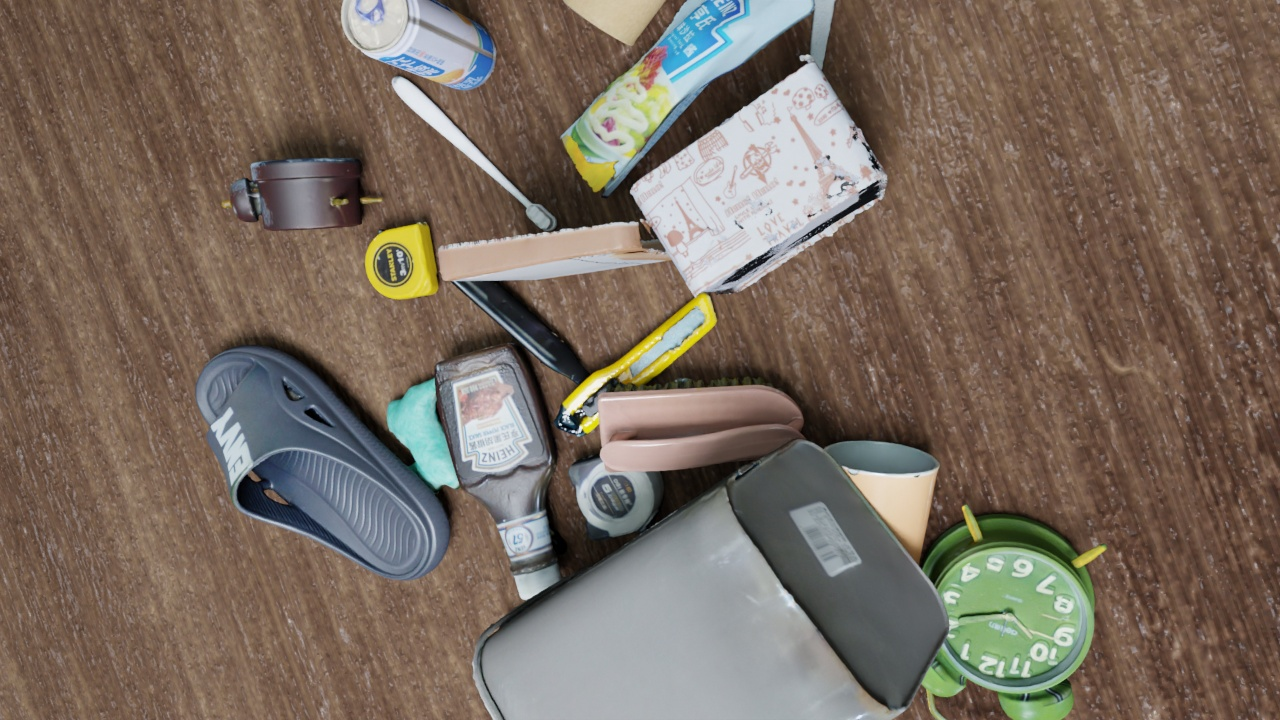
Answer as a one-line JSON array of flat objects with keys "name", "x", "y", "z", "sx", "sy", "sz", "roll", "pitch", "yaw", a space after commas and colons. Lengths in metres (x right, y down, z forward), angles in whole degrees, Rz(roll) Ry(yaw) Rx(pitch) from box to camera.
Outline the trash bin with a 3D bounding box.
[{"name": "trash bin", "x": 0.050, "y": 0.179, "z": 0.584, "sx": 0.220, "sy": 0.198, "sz": 0.198, "roll": -45, "pitch": 76, "yaw": 29}]

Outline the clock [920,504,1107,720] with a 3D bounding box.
[{"name": "clock", "x": 0.247, "y": 0.185, "z": 0.632, "sx": 0.116, "sy": 0.056, "sz": 0.161, "roll": 15, "pitch": 100, "yaw": 15}]

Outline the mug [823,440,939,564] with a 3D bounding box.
[{"name": "mug", "x": 0.162, "y": 0.125, "z": 0.642, "sx": 0.078, "sy": 0.078, "sz": 0.123, "roll": 6, "pitch": 102, "yaw": 15}]

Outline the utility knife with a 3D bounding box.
[{"name": "utility knife", "x": -0.004, "y": 0.004, "z": 0.690, "sx": 0.154, "sy": 0.015, "sz": 0.033, "roll": -40, "pitch": 92, "yaw": 5}]

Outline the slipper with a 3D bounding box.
[{"name": "slipper", "x": -0.275, "y": 0.085, "z": 0.742, "sx": 0.268, "sy": 0.083, "sz": 0.111, "roll": 37, "pitch": 113, "yaw": 12}]

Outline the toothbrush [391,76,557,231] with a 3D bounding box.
[{"name": "toothbrush", "x": -0.133, "y": -0.163, "z": 0.720, "sx": 0.180, "sy": 0.016, "sz": 0.016, "roll": 44, "pitch": 103, "yaw": 7}]

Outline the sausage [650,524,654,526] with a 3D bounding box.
[{"name": "sausage", "x": 0.078, "y": 0.159, "z": 0.696, "sx": 0.156, "sy": 0.020, "sz": 0.020, "roll": 23, "pitch": 101, "yaw": 12}]

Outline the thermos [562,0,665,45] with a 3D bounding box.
[{"name": "thermos", "x": 0.006, "y": -0.298, "z": 0.633, "sx": 0.093, "sy": 0.092, "sz": 0.143, "roll": 39, "pitch": 112, "yaw": 8}]

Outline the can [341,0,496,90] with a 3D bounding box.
[{"name": "can", "x": -0.155, "y": -0.232, "z": 0.657, "sx": 0.053, "sy": 0.134, "sz": 0.053, "roll": 2, "pitch": 97, "yaw": 16}]

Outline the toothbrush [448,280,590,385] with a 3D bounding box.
[{"name": "toothbrush", "x": -0.070, "y": -0.006, "z": 0.716, "sx": 0.212, "sy": 0.026, "sz": 0.027, "roll": 42, "pitch": 113, "yaw": 3}]

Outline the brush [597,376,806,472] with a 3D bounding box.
[{"name": "brush", "x": 0.044, "y": 0.049, "z": 0.655, "sx": 0.146, "sy": 0.073, "sz": 0.063, "roll": -3, "pitch": 115, "yaw": 3}]

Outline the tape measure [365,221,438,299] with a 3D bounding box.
[{"name": "tape measure", "x": -0.191, "y": -0.078, "z": 0.739, "sx": 0.057, "sy": 0.028, "sz": 0.060, "roll": -8, "pitch": 94, "yaw": 15}]

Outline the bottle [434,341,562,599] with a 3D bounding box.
[{"name": "bottle", "x": -0.102, "y": 0.087, "z": 0.715, "sx": 0.080, "sy": 0.044, "sz": 0.195, "roll": -16, "pitch": 88, "yaw": 3}]

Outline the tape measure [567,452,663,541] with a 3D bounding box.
[{"name": "tape measure", "x": -0.016, "y": 0.101, "z": 0.708, "sx": 0.066, "sy": 0.033, "sz": 0.066, "roll": -15, "pitch": 94, "yaw": 19}]

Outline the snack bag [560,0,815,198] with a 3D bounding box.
[{"name": "snack bag", "x": 0.025, "y": -0.202, "z": 0.640, "sx": 0.191, "sy": 0.110, "sz": 0.039, "roll": -42, "pitch": 124, "yaw": 17}]

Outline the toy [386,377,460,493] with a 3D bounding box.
[{"name": "toy", "x": -0.181, "y": 0.070, "z": 0.753, "sx": 0.097, "sy": 0.030, "sz": 0.092, "roll": -29, "pitch": 86, "yaw": 24}]

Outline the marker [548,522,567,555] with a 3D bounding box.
[{"name": "marker", "x": -0.102, "y": 0.109, "z": 0.744, "sx": 0.018, "sy": 0.015, "sz": 0.124, "roll": -41, "pitch": 87, "yaw": 6}]

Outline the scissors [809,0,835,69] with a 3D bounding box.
[{"name": "scissors", "x": 0.137, "y": -0.266, "z": 0.636, "sx": 0.162, "sy": 0.012, "sz": 0.176, "roll": -3, "pitch": 97, "yaw": 16}]

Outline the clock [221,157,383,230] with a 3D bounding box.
[{"name": "clock", "x": -0.274, "y": -0.132, "z": 0.730, "sx": 0.122, "sy": 0.082, "sz": 0.055, "roll": -1, "pitch": 102, "yaw": 13}]

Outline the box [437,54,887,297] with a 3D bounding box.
[{"name": "box", "x": 0.022, "y": -0.087, "z": 0.603, "sx": 0.272, "sy": 0.177, "sz": 0.106, "roll": -19, "pitch": 90, "yaw": 15}]
